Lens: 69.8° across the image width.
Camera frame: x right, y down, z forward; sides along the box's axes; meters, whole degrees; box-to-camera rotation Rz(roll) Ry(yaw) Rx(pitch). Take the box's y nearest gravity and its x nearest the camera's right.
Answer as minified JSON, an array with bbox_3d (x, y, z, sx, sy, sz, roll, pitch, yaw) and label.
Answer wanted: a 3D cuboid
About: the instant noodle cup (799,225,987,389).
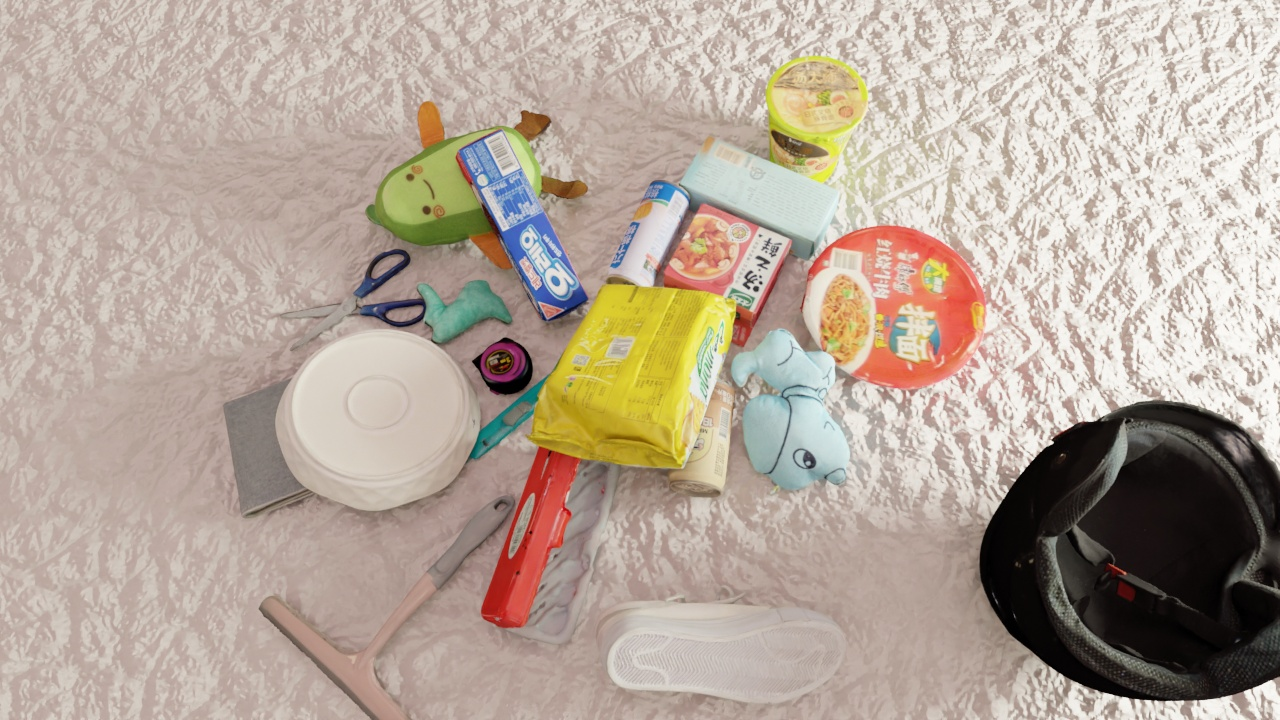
[{"bbox_3d":[0.268,-0.049,0.996,0.194,0.066,0.193,0,69,0],"label":"instant noodle cup"}]

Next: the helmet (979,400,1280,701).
[{"bbox_3d":[0.439,0.168,0.819,0.274,0.231,0.233,-39,81,-24],"label":"helmet"}]

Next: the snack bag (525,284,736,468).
[{"bbox_3d":[-0.005,0.005,0.919,0.158,0.068,0.245,6,40,17],"label":"snack bag"}]

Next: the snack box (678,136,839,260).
[{"bbox_3d":[0.135,-0.188,1.062,0.175,0.052,0.074,26,72,12],"label":"snack box"}]

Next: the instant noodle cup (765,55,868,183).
[{"bbox_3d":[0.194,-0.264,1.053,0.112,0.123,0.111,-1,67,2],"label":"instant noodle cup"}]

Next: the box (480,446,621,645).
[{"bbox_3d":[-0.079,0.177,0.917,0.098,0.095,0.201,26,66,-20],"label":"box"}]

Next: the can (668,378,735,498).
[{"bbox_3d":[0.064,0.079,0.952,0.058,0.058,0.116,8,69,4],"label":"can"}]

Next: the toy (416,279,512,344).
[{"bbox_3d":[-0.204,-0.059,1.028,0.091,0.030,0.096,-35,81,-14],"label":"toy"}]

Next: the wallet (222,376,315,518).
[{"bbox_3d":[-0.380,0.089,0.971,0.106,0.037,0.129,-21,67,2],"label":"wallet"}]

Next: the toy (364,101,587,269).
[{"bbox_3d":[-0.193,-0.204,1.054,0.246,0.090,0.227,-26,75,-13],"label":"toy"}]

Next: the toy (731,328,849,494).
[{"bbox_3d":[0.155,0.060,0.949,0.161,0.049,0.156,29,96,4],"label":"toy"}]

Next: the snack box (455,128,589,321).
[{"bbox_3d":[-0.128,-0.143,0.997,0.057,0.058,0.207,-29,101,-11],"label":"snack box"}]

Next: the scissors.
[{"bbox_3d":[-0.321,-0.069,1.045,0.162,0.012,0.163,14,70,6],"label":"scissors"}]

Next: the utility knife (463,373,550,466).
[{"bbox_3d":[-0.142,0.066,0.986,0.186,0.013,0.029,-40,66,-13],"label":"utility knife"}]

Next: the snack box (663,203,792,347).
[{"bbox_3d":[0.093,-0.097,1.030,0.113,0.044,0.127,24,71,10],"label":"snack box"}]

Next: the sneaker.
[{"bbox_3d":[0.072,0.267,0.874,0.242,0.091,0.089,6,97,-16],"label":"sneaker"}]

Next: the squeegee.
[{"bbox_3d":[-0.212,0.227,0.910,0.248,0.040,0.249,36,73,15],"label":"squeegee"}]

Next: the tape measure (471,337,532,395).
[{"bbox_3d":[-0.146,0.008,0.997,0.057,0.039,0.058,-40,68,-13],"label":"tape measure"}]

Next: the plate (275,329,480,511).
[{"bbox_3d":[-0.270,0.052,0.951,0.205,0.046,0.204,5,61,-8],"label":"plate"}]

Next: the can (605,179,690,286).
[{"bbox_3d":[0.009,-0.137,1.043,0.053,0.053,0.134,21,70,9],"label":"can"}]
